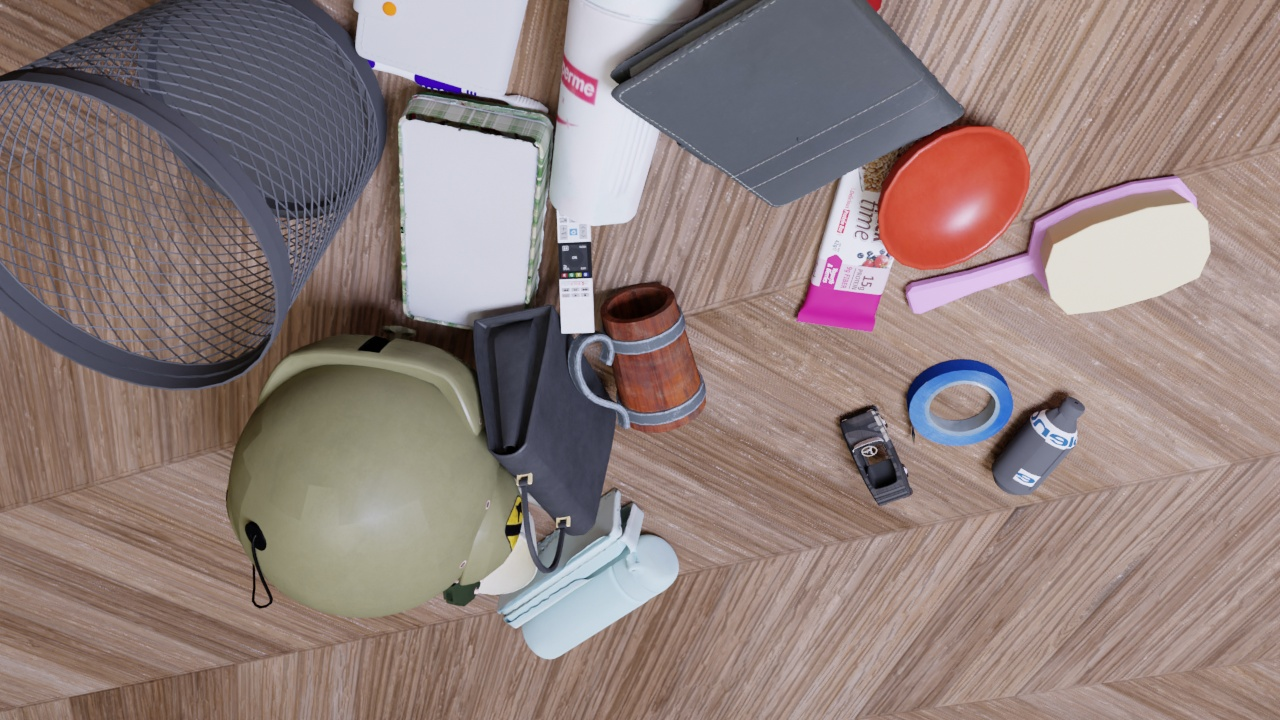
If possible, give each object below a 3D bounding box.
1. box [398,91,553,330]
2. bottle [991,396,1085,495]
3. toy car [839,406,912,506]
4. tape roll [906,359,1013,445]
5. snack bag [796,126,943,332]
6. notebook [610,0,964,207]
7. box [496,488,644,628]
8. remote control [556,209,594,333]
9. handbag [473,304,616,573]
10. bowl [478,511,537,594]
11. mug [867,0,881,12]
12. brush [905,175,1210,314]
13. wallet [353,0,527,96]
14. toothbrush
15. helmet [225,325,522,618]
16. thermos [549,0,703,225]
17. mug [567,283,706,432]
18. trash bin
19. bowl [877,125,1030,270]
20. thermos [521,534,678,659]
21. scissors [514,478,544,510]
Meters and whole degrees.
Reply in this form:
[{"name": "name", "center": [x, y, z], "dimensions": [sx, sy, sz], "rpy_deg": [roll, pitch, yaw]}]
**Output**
[{"name": "box", "center": [-0.137, -0.114, 0.754], "dimensions": [0.117, 0.050, 0.206], "rpy_deg": [11, 132, 1]}, {"name": "bottle", "center": [0.375, 0.080, 0.861], "dimensions": [0.047, 0.046, 0.113], "rpy_deg": [18, 126, -8]}, {"name": "toy car", "center": [0.224, 0.093, 0.874], "dimensions": [0.040, 0.037, 0.092], "rpy_deg": [-25, 88, 24]}, {"name": "tape roll", "center": [0.297, 0.040, 0.857], "dimensions": [0.093, 0.016, 0.091], "rpy_deg": [-6, 126, 10]}, {"name": "snack bag", "center": [0.185, -0.107, 0.757], "dimensions": [0.070, 0.016, 0.197], "rpy_deg": [8, 127, -2]}, {"name": "notebook", "center": [0.102, -0.178, 0.628], "dimensions": [0.170, 0.029, 0.208], "rpy_deg": [-20, 152, 35]}, {"name": "box", "center": [-0.080, 0.220, 0.994], "dimensions": [0.067, 0.083, 0.199], "rpy_deg": [29, 126, -37]}, {"name": "remote control", "center": [-0.054, -0.085, 0.762], "dimensions": [0.028, 0.011, 0.124], "rpy_deg": [-2, 93, 8]}, {"name": "handbag", "center": [-0.080, 0.087, 0.786], "dimensions": [0.072, 0.195, 0.176], "rpy_deg": [-10, 146, 13]}, {"name": "bowl", "center": [-0.163, 0.191, 0.988], "dimensions": [0.115, 0.062, 0.115], "rpy_deg": [3, 127, 3]}, {"name": "mug", "center": [0.115, -0.267, 0.599], "dimensions": [0.117, 0.080, 0.096], "rpy_deg": [-20, 123, 26]}, {"name": "brush", "center": [0.335, -0.076, 0.749], "dimensions": [0.229, 0.043, 0.089], "rpy_deg": [-17, 124, 17]}, {"name": "wallet", "center": [-0.142, -0.262, 0.658], "dimensions": [0.118, 0.037, 0.116], "rpy_deg": [15, 127, -10]}, {"name": "toothbrush", "center": [-0.162, -0.217, 0.707], "dimensions": [0.186, 0.015, 0.016], "rpy_deg": [16, 129, -6]}, {"name": "helmet", "center": [-0.222, 0.088, 0.780], "dimensions": [0.250, 0.255, 0.233], "rpy_deg": [7, 132, 1]}, {"name": "thermos", "center": [-0.015, -0.204, 0.655], "dimensions": [0.099, 0.099, 0.221], "rpy_deg": [11, 131, -3]}, {"name": "mug", "center": [-0.005, 0.005, 0.807], "dimensions": [0.117, 0.081, 0.111], "rpy_deg": [-30, 125, -23]}, {"name": "trash bin", "center": [-0.308, -0.135, 0.640], "dimensions": [0.218, 0.226, 0.218], "rpy_deg": [6, 130, 7]}, {"name": "bowl", "center": [0.235, -0.130, 0.709], "dimensions": [0.122, 0.035, 0.122], "rpy_deg": [-8, 130, -10]}, {"name": "thermos", "center": [-0.046, 0.265, 1.032], "dimensions": [0.078, 0.065, 0.207], "rpy_deg": [23, 129, -41]}, {"name": "scissors", "center": [-0.141, 0.105, 0.950], "dimensions": [0.199, 0.015, 0.179], "rpy_deg": [-15, 124, 17]}]
